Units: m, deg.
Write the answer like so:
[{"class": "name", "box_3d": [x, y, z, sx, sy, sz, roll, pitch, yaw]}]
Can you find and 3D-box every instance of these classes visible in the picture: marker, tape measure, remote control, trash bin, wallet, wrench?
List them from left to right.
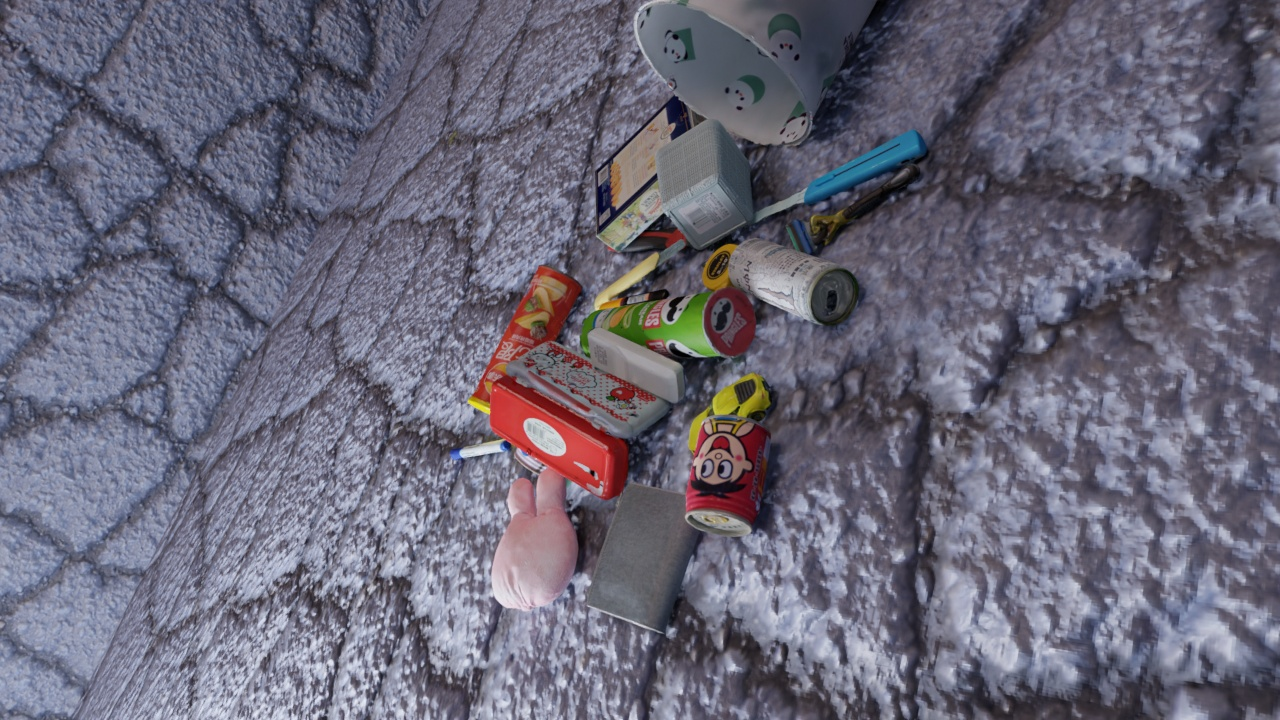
[{"class": "marker", "box_3d": [-0.224, 0.124, 1.279, 0.146, 0.017, 0.016, -15, 52, 49]}, {"class": "marker", "box_3d": [-0.008, -0.073, 1.148, 0.124, 0.015, 0.018, -10, 57, 48]}, {"class": "remote control", "box_3d": [-0.006, 0.006, 0.996, 0.125, 0.049, 0.024, 25, 47, 33]}, {"class": "wallet", "box_3d": [0.005, 0.186, 0.883, 0.107, 0.037, 0.129, 5, 68, 45]}, {"class": "wrench", "box_3d": [0.031, -0.148, 1.155, 0.274, 0.016, 0.056, 18, 78, 58]}, {"class": "tape measure", "box_3d": [0.096, -0.098, 1.006, 0.060, 0.029, 0.057, -60, 32, -2]}, {"class": "trash bin", "box_3d": [0.155, -0.411, 1.025, 0.251, 0.229, 0.230, -57, 31, -8]}]

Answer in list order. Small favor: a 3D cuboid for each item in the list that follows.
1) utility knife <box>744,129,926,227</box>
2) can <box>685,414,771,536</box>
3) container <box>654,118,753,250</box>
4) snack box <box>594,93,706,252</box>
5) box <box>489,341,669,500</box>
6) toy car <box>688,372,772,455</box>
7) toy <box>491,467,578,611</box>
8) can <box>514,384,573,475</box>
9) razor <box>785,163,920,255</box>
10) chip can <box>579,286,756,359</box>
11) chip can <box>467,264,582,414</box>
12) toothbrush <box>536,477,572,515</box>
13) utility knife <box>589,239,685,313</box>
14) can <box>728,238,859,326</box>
[{"class": "utility knife", "box_3d": [0.194, -0.182, 0.953, 0.235, 0.018, 0.034, -20, 48, 48]}, {"class": "can", "box_3d": [0.078, 0.104, 0.821, 0.067, 0.066, 0.093, -18, 50, 47]}, {"class": "container", "box_3d": [0.075, -0.198, 1.050, 0.090, 0.090, 0.111, -28, 39, 24]}, {"class": "snack box", "box_3d": [0.014, -0.257, 1.227, 0.183, 0.046, 0.177, -39, 32, 25]}, {"class": "box", "box_3d": [-0.070, 0.060, 1.036, 0.201, 0.099, 0.110, 26, 123, 34]}, {"class": "toy car", "box_3d": [0.082, 0.054, 0.892, 0.105, 0.032, 0.048, -45, 34, 25]}, {"class": "toy", "box_3d": [-0.117, 0.199, 1.021, 0.122, 0.054, 0.159, -22, 53, 33]}, {"class": "can", "box_3d": [-0.095, 0.072, 1.106, 0.134, 0.053, 0.053, -55, 31, 5]}, {"class": "razor", "box_3d": [0.210, -0.149, 0.897, 0.143, 0.022, 0.042, -31, 73, 31]}, {"class": "chip can", "box_3d": [0.023, -0.033, 1.013, 0.237, 0.072, 0.072, -4, 60, 54]}, {"class": "chip can", "box_3d": [-0.156, -0.022, 1.258, 0.073, 0.073, 0.216, 12, 72, 57]}, {"class": "toothbrush", "box_3d": [-0.079, 0.120, 1.068, 0.225, 0.027, 0.026, -53, -4, 9]}, {"class": "utility knife", "box_3d": [-0.007, -0.108, 1.160, 0.202, 0.021, 0.030, -36, 39, 50]}, {"class": "can", "box_3d": [0.145, -0.078, 0.891, 0.058, 0.058, 0.147, -57, 31, 2]}]
